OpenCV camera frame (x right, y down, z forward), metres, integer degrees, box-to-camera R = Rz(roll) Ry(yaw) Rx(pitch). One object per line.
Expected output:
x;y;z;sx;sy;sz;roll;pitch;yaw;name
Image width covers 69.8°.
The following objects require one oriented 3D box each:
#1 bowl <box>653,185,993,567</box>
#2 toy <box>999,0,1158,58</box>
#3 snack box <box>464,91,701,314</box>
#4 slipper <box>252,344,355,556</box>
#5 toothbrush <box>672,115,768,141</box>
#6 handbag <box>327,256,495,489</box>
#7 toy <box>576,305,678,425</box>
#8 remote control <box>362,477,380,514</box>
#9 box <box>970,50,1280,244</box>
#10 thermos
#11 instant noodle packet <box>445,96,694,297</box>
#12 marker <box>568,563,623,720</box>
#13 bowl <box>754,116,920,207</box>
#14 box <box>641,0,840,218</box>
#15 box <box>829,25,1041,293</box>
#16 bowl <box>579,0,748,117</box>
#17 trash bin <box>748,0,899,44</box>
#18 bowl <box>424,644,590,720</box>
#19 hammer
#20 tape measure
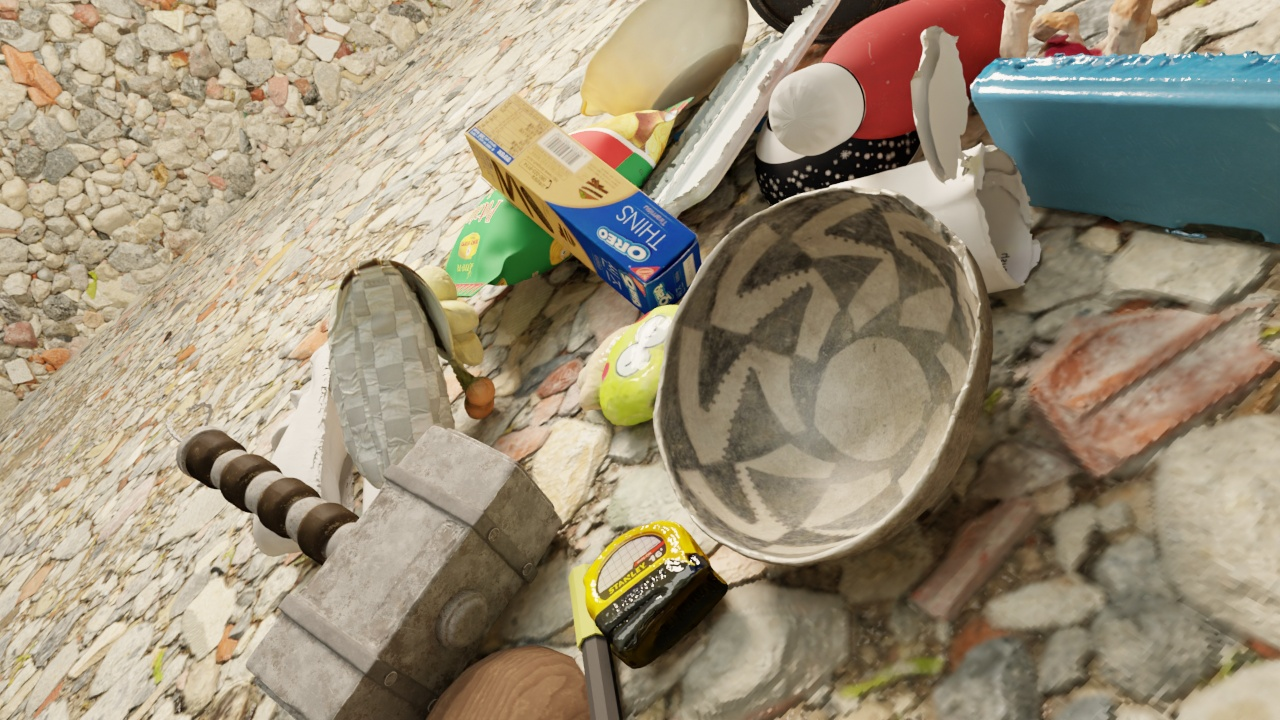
0.094;0.012;0.439;0.179;0.081;0.178;-23;56;40;bowl
0.233;-0.166;0.527;0.085;0.074;0.106;33;106;26;toy
-0.045;-0.118;0.693;0.057;0.056;0.207;-43;67;-13;snack box
-0.282;0.073;0.795;0.074;0.112;0.246;0;36;-9;slipper
0.077;-0.204;0.820;0.016;0.014;0.167;-51;28;-13;toothbrush
-0.175;0.013;0.706;0.123;0.171;0.113;-10;-2;-24;handbag
-0.004;0.004;0.612;0.115;0.046;0.092;-4;50;57;toy
-0.214;0.104;0.753;0.033;0.012;0.130;-38;31;6;remote control
0.257;-0.098;0.397;0.052;0.093;0.232;-47;29;-7;box
0.150;-0.170;0.544;0.073;0.073;0.239;-8;19;43;thermos
-0.080;-0.141;0.827;0.252;0.090;0.196;-44;18;-13;instant noodle packet
-0.022;0.155;0.464;0.123;0.017;0.021;-106;35;-56;marker
0.129;-0.162;0.649;0.120;0.066;0.120;-29;33;21;bowl
0.067;-0.188;0.730;0.208;0.037;0.189;-57;18;-16;box
0.130;-0.089;0.473;0.106;0.150;0.080;-8;46;40;box
0.036;-0.285;0.869;0.220;0.060;0.187;-38;-6;35;bowl
0.180;-0.405;0.818;0.165;0.164;0.226;-13;44;39;trash bin
-0.079;0.194;0.466;0.118;0.030;0.117;-29;33;21;bowl
-0.222;0.100;0.595;0.327;0.079;0.176;20;64;33;hammer
0.006;0.115;0.464;0.065;0.037;0.064;-43;31;-6;tape measure
